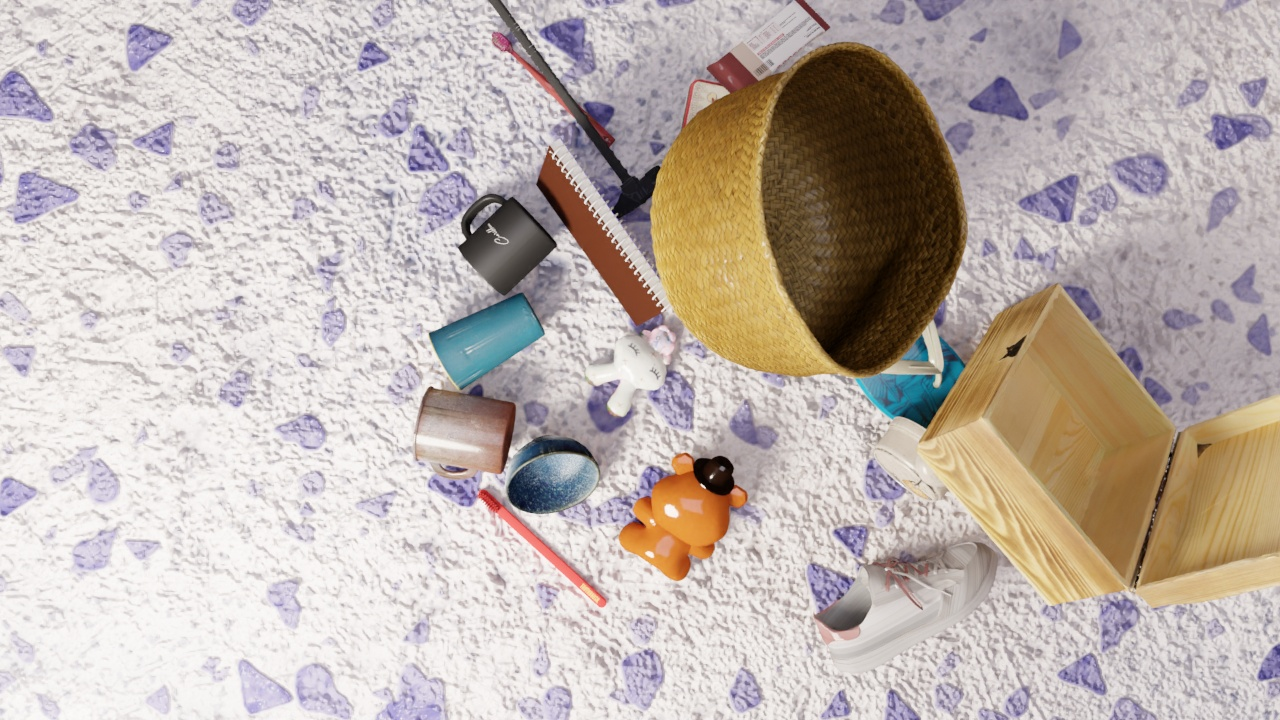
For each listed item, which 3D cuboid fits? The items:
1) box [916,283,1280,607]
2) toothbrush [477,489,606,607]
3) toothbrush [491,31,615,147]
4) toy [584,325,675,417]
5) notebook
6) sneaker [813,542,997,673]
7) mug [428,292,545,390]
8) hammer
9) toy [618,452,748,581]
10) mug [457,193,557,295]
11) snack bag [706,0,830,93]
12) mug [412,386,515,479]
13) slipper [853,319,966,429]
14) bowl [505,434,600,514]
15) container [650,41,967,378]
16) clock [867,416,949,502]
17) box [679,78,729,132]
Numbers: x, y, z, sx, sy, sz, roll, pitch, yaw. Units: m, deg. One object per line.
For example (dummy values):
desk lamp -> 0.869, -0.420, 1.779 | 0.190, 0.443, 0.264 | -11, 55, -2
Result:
box -> 0.531, 0.065, 0.917 | 0.286, 0.338, 0.278 | 50, 49, -5
toothbrush -> -0.122, 0.234, 1.134 | 0.212, 0.018, 0.012 | 43, 93, -3
toothbrush -> -0.104, -0.322, 1.088 | 0.190, 0.016, 0.016 | 42, 96, -3
toy -> -0.007, 0.006, 1.105 | 0.122, 0.038, 0.079 | -43, 86, 1
notebook -> -0.043, -0.136, 1.027 | 0.022, 0.172, 0.209 | -36, 94, -11
sneaker -> 0.310, 0.275, 1.097 | 0.236, 0.099, 0.089 | -36, 108, 5
mug -> -0.179, -0.027, 1.088 | 0.121, 0.078, 0.078 | -29, 94, -3
hammer -> -0.098, -0.311, 1.070 | 0.095, 0.015, 0.325 | -35, 95, 29
toy -> 0.053, 0.186, 1.093 | 0.112, 0.096, 0.176 | 35, 122, -3
mug -> -0.165, -0.146, 1.080 | 0.088, 0.078, 0.113 | -43, 67, 3
snack bag -> 0.149, -0.363, 1.063 | 0.157, 0.013, 0.057 | -42, 87, -16
mug -> -0.209, 0.097, 1.095 | 0.110, 0.096, 0.123 | 13, 125, 3
slipper -> 0.289, -0.032, 1.090 | 0.118, 0.060, 0.295 | -36, 92, 7
bowl -> -0.110, 0.125, 1.096 | 0.114, 0.060, 0.115 | -11, 138, -11
container -> 0.159, -0.141, 0.934 | 0.306, 0.197, 0.307 | 1, 88, -39
clock -> 0.324, 0.120, 1.055 | 0.103, 0.157, 0.061 | 43, 83, -3
box -> 0.094, -0.218, 1.081 | 0.117, 0.051, 0.205 | 12, 96, 0
